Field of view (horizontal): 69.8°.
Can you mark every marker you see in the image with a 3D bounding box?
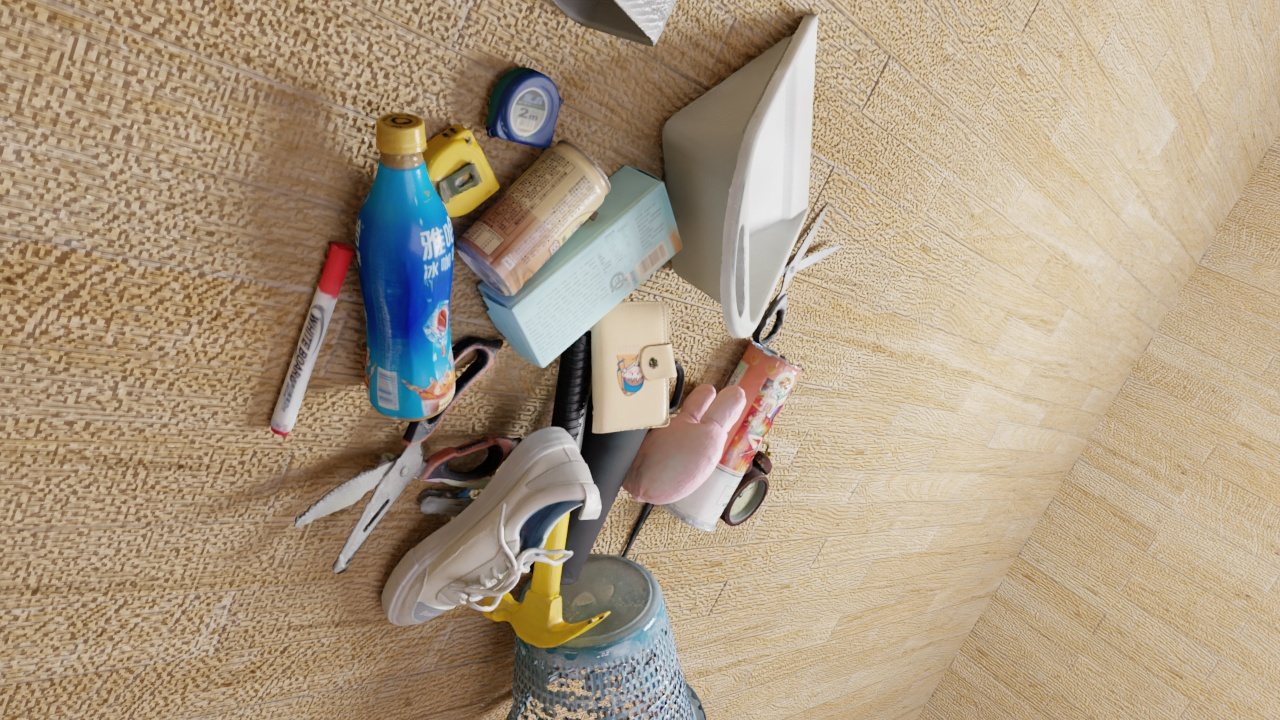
[{"bbox_3d":[-0.229,-0.013,0.637,0.017,0.017,0.145,6,113,-50],"label":"marker"}]

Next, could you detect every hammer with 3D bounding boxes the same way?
[{"bbox_3d":[-0.074,0.120,0.836,0.032,0.129,0.301,-7,107,-57],"label":"hammer"}]

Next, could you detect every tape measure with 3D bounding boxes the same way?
[{"bbox_3d":[-0.084,-0.182,0.659,0.058,0.025,0.054,-4,119,-52],"label":"tape measure"},{"bbox_3d":[-0.130,-0.129,0.645,0.057,0.029,0.060,-42,142,-16],"label":"tape measure"}]

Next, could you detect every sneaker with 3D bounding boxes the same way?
[{"bbox_3d":[-0.125,0.169,0.795,0.243,0.090,0.089,-45,151,17],"label":"sneaker"}]

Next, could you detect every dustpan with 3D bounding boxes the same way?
[{"bbox_3d":[0.120,-0.146,0.820,0.257,0.143,0.223,-32,139,-26],"label":"dustpan"}]

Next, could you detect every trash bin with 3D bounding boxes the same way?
[{"bbox_3d":[-0.046,0.322,0.967,0.226,0.227,0.195,-23,121,-36],"label":"trash bin"}]

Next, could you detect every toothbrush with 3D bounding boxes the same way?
[{"bbox_3d":[0.001,0.192,1.059,0.015,0.018,0.181,11,108,-46],"label":"toothbrush"},{"bbox_3d":[-0.156,0.105,0.812,0.189,0.020,0.029,19,71,-54],"label":"toothbrush"}]

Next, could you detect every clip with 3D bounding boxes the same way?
[{"bbox_3d":[-0.170,0.126,0.811,0.058,0.043,0.027,17,110,-44],"label":"clip"}]

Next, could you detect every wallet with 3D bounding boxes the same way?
[{"bbox_3d":[-0.005,0.005,0.814,0.087,0.024,0.115,-3,92,-35],"label":"wallet"}]

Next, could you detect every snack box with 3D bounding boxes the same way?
[{"bbox_3d":[-0.046,-0.079,0.760,0.174,0.052,0.074,-42,140,-18],"label":"snack box"}]

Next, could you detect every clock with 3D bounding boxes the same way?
[{"bbox_3d":[0.118,0.147,1.120,0.082,0.055,0.122,8,115,-50],"label":"clock"}]

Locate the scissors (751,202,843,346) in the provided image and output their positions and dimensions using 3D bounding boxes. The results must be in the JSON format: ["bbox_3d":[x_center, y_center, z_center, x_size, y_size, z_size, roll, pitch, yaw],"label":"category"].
[{"bbox_3d":[0.163,-0.094,1.004,0.180,0.014,0.159,-7,113,-41],"label":"scissors"}]

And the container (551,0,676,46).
[{"bbox_3d":[-0.013,-0.288,0.605,0.090,0.090,0.114,26,94,-54],"label":"container"}]

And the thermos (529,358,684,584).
[{"bbox_3d":[-0.033,0.102,0.896,0.090,0.068,0.243,20,104,-32],"label":"thermos"}]

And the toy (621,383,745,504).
[{"bbox_3d":[0.046,0.086,0.952,0.159,0.121,0.054,-49,116,-22],"label":"toy"}]

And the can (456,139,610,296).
[{"bbox_3d":[-0.081,-0.107,0.693,0.116,0.058,0.058,-47,143,-10],"label":"can"}]

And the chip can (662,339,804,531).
[{"bbox_3d":[0.104,0.085,1.044,0.071,0.071,0.215,16,104,-52],"label":"chip can"}]

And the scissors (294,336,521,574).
[{"bbox_3d":[-0.174,0.073,0.739,0.226,0.015,0.189,-5,113,-52],"label":"scissors"}]

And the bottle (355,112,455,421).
[{"bbox_3d":[-0.161,-0.060,0.631,0.065,0.065,0.219,-23,134,-36],"label":"bottle"}]
